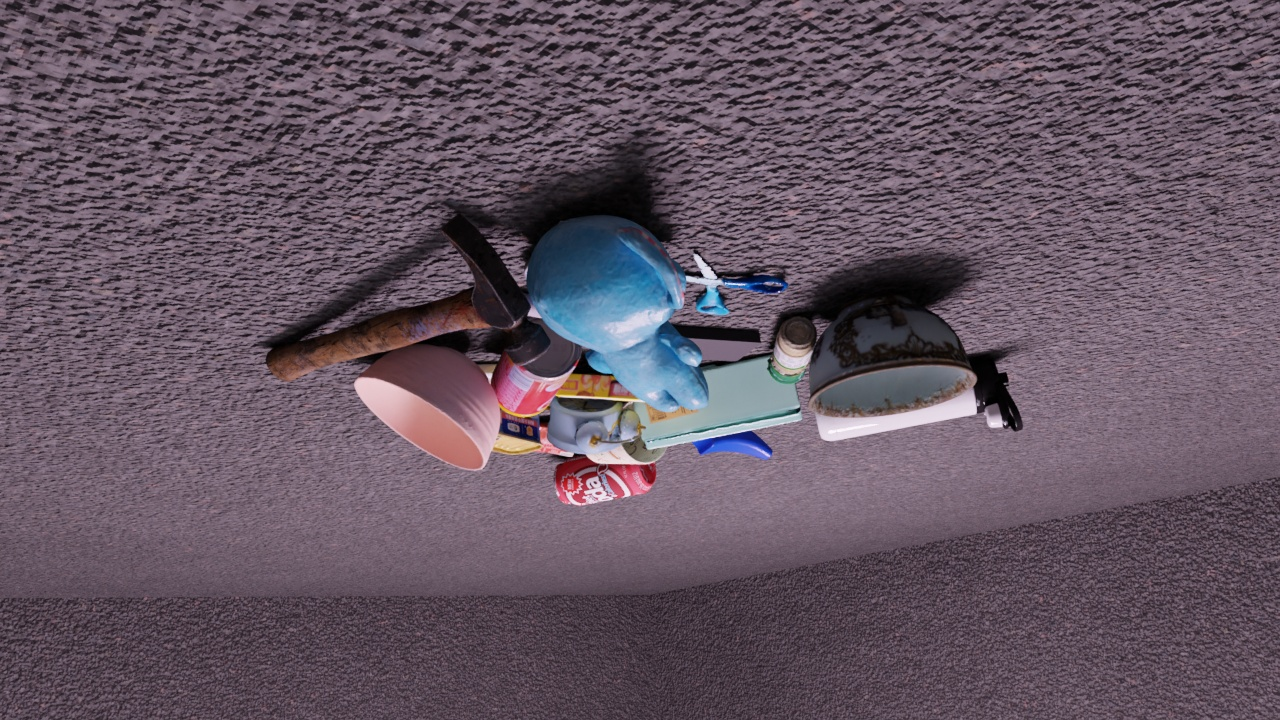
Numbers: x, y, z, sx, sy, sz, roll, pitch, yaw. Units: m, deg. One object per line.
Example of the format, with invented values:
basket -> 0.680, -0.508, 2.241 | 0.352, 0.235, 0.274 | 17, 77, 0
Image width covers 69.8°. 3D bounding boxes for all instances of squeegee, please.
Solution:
squeegee -> 0.094, 0.098, 1.219 | 0.184, 0.055, 0.250 | 19, 143, -21

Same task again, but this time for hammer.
hammer -> -0.223, -0.029, 0.772 | 0.331, 0.032, 0.120 | -12, 117, 38

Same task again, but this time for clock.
clock -> -0.053, 0.070, 1.034 | 0.088, 0.052, 0.125 | -15, -151, -41

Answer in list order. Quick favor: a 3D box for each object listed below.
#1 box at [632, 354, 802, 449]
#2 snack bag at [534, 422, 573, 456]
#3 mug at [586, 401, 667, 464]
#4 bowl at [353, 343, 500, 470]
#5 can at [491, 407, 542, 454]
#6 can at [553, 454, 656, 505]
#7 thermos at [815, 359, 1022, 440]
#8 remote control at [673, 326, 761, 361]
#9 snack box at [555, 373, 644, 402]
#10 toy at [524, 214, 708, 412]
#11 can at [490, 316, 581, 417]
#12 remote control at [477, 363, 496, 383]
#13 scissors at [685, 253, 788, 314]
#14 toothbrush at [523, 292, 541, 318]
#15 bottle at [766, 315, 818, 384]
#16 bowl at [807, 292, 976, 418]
box -> 0.085, 0.036, 1.054 | 0.188, 0.077, 0.091 | -11, 121, 10
snack bag -> -0.162, 0.100, 1.194 | 0.155, 0.044, 0.087 | 3, 154, -11
mug -> -0.040, 0.086, 1.152 | 0.122, 0.080, 0.097 | 32, 151, -27
bowl -> -0.196, 0.035, 0.900 | 0.153, 0.076, 0.153 | 25, 153, 14
can -> -0.161, 0.072, 1.074 | 0.054, 0.059, 0.099 | -17, 158, 30
can -> -0.052, 0.169, 1.356 | 0.143, 0.074, 0.074 | -15, 159, 25
thermos -> 0.332, 0.060, 1.118 | 0.230, 0.101, 0.068 | -12, 140, 14
remote control -> 0.053, -0.017, 0.947 | 0.133, 0.013, 0.058 | 3, 159, -23
snack box -> -0.015, 0.031, 0.993 | 0.152, 0.025, 0.075 | 3, 176, -1
toy -> -0.004, -0.039, 0.703 | 0.180, 0.114, 0.184 | 49, 150, -22
can -> -0.104, 0.007, 0.892 | 0.066, 0.066, 0.125 | 1, 160, -18
remote control -> -0.160, 0.021, 0.984 | 0.133, 0.022, 0.050 | -1, 160, -12
scissors -> 0.075, -0.071, 0.809 | 0.117, 0.014, 0.130 | -8, 157, 19
toothbrush -> -0.047, -0.040, 0.846 | 0.187, 0.019, 0.018 | 9, 154, -36
bottle -> 0.158, -0.011, 0.955 | 0.042, 0.042, 0.110 | -5, 159, 0
bowl -> 0.236, -0.010, 0.896 | 0.160, 0.093, 0.160 | -5, 161, -2
